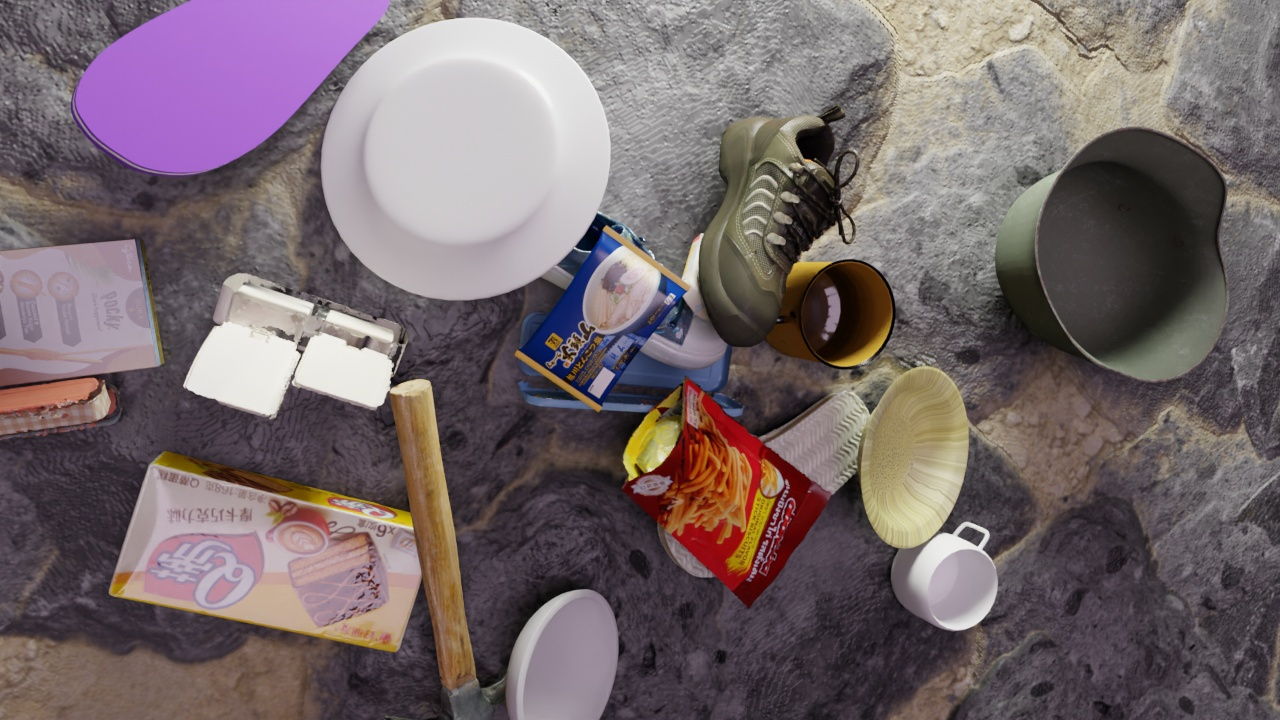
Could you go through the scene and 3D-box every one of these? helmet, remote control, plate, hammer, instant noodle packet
[{"bbox_3d":[0.466,-0.095,0.938,0.268,0.154,0.227,39,84,-13],"label":"helmet"},{"bbox_3d":[0.058,-0.078,0.835,0.018,0.125,0.038,-32,109,23],"label":"remote control"},{"bbox_3d":[-0.146,-0.170,0.752,0.242,0.016,0.242,-1,82,4],"label":"plate"},{"bbox_3d":[0.269,0.096,0.939,0.184,0.036,0.184,-5,98,-39],"label":"plate"},{"bbox_3d":[-0.168,0.175,0.765,0.132,0.033,0.331,-21,115,-38],"label":"hammer"},{"bbox_3d":[-0.032,-0.033,0.770,0.087,0.026,0.134,35,100,-10],"label":"instant noodle packet"}]

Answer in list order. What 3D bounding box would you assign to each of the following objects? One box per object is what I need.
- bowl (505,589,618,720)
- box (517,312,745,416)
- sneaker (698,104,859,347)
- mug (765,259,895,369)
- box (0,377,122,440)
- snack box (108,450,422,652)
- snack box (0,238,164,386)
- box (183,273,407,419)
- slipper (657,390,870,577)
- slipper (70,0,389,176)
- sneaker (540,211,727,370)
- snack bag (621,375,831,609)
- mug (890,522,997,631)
[{"bbox_3d":[-0.078,0.280,0.835,0.149,0.043,0.149,-9,101,-56],"label":"bowl"},{"bbox_3d":[-0.006,0.004,0.840,0.208,0.085,0.073,4,105,-19],"label":"box"},{"bbox_3d":[0.139,-0.122,0.797,0.101,0.143,0.237,36,54,-44],"label":"sneaker"},{"bbox_3d":[0.163,-0.045,0.876,0.123,0.094,0.100,-7,98,-19],"label":"mug"},{"bbox_3d":[-0.497,0.048,0.688,0.187,0.071,0.056,-9,59,-15],"label":"box"},{"bbox_3d":[-0.300,0.161,0.764,0.230,0.062,0.110,19,89,-19],"label":"snack box"},{"bbox_3d":[-0.478,-0.033,0.703,0.185,0.032,0.101,-8,98,-17],"label":"snack box"},{"bbox_3d":[-0.257,-0.011,0.702,0.144,0.187,0.058,19,105,-16],"label":"box"},{"bbox_3d":[0.123,0.114,0.904,0.262,0.052,0.115,-30,100,-24],"label":"slipper"},{"bbox_3d":[-0.315,-0.235,0.718,0.107,0.084,0.265,52,60,-27],"label":"slipper"},{"bbox_3d":[-0.010,-0.080,0.812,0.235,0.079,0.087,33,53,-14],"label":"sneaker"},{"bbox_3d":[0.076,0.121,0.830,0.208,0.067,0.138,44,68,-30],"label":"snack bag"},{"bbox_3d":[0.325,0.222,0.969,0.094,0.068,0.115,39,83,-17],"label":"mug"}]
